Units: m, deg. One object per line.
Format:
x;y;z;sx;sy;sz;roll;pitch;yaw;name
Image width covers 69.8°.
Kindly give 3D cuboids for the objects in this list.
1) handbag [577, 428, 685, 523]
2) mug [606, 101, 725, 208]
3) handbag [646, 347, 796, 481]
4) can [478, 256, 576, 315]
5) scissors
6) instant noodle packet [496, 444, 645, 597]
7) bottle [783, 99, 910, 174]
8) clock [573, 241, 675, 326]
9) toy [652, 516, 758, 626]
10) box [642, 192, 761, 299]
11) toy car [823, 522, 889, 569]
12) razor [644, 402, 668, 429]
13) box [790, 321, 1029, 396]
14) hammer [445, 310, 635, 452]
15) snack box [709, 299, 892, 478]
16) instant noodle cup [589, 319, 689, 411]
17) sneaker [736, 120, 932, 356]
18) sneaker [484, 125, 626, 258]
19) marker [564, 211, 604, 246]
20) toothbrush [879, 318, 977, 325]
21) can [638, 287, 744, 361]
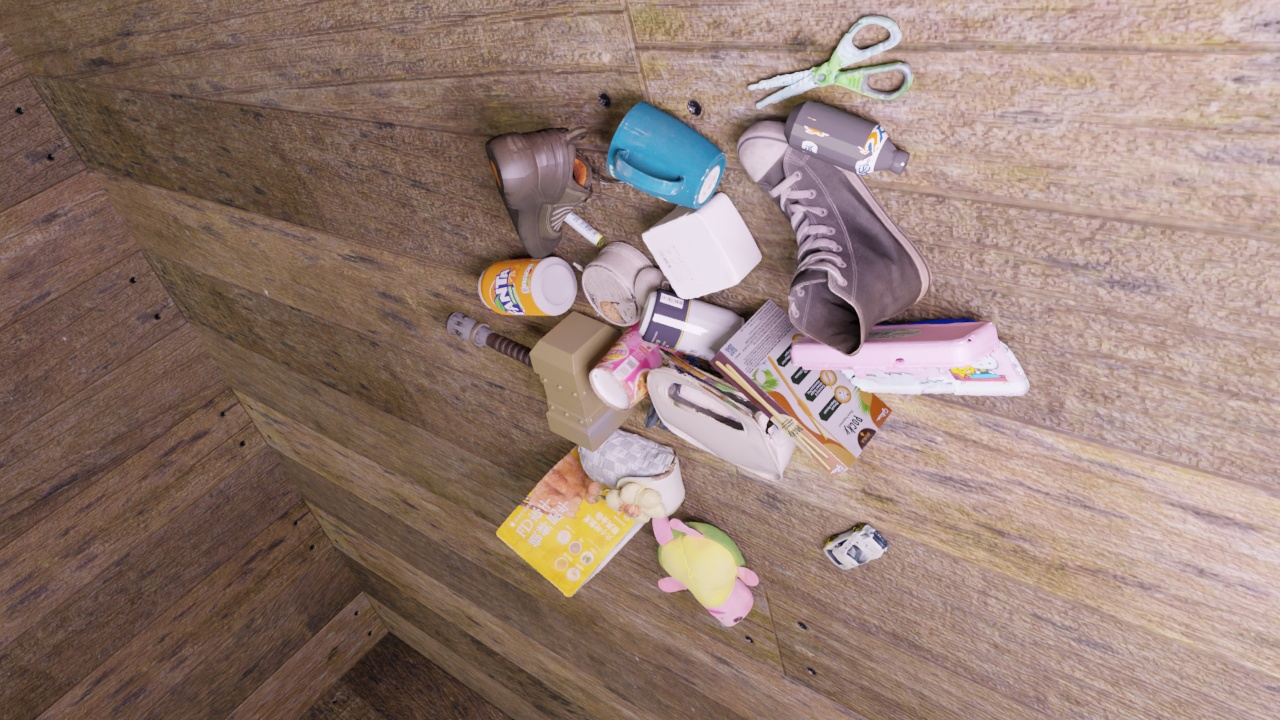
-0.025;0.174;1.392;0.172;0.123;0.113;20;146;26;handbag
0.023;-0.200;0.939;0.104;0.111;0.085;30;126;13;mug
0.099;0.048;1.110;0.201;0.092;0.199;24;163;30;handbag
-0.160;-0.103;1.283;0.143;0.078;0.079;4;129;47;can
0.164;-0.246;0.817;0.176;0.032;0.078;-2;127;55;scissors
-0.100;0.252;1.474;0.163;0.221;0.084;38;150;15;instant noodle packet
0.183;-0.195;0.815;0.112;0.046;0.047;26;143;17;bottle
-0.014;-0.089;1.148;0.157;0.061;0.103;8;132;47;clock
0.104;0.326;1.445;0.191;0.087;0.238;-21;116;35;toy
0.072;-0.134;1.024;0.107;0.076;0.102;-14;113;52;box
0.281;0.248;1.208;0.048;0.033;0.106;46;147;3;toy car
0.067;0.085;1.267;0.143;0.047;0.052;14;165;34;razor
0.264;-0.006;0.910;0.202;0.149;0.073;0;81;48;box
-0.174;-0.009;1.382;0.325;0.100;0.190;23;141;32;hammer
0.178;0.029;1.019;0.186;0.100;0.032;43;148;5;snack box
-0.007;0.007;1.201;0.098;0.108;0.098;30;144;25;instant noodle cup
0.159;-0.118;0.865;0.235;0.119;0.095;51;148;-3;sneaker
-0.095;-0.213;1.082;0.238;0.143;0.101;91;155;-75;sneaker
-0.105;-0.195;1.177;0.146;0.017;0.017;39;147;11;marker
0.261;-0.030;0.939;0.183;0.016;0.018;-2;129;50;toothbrush
0.065;-0.038;1.079;0.127;0.064;0.064;17;147;-6;can
